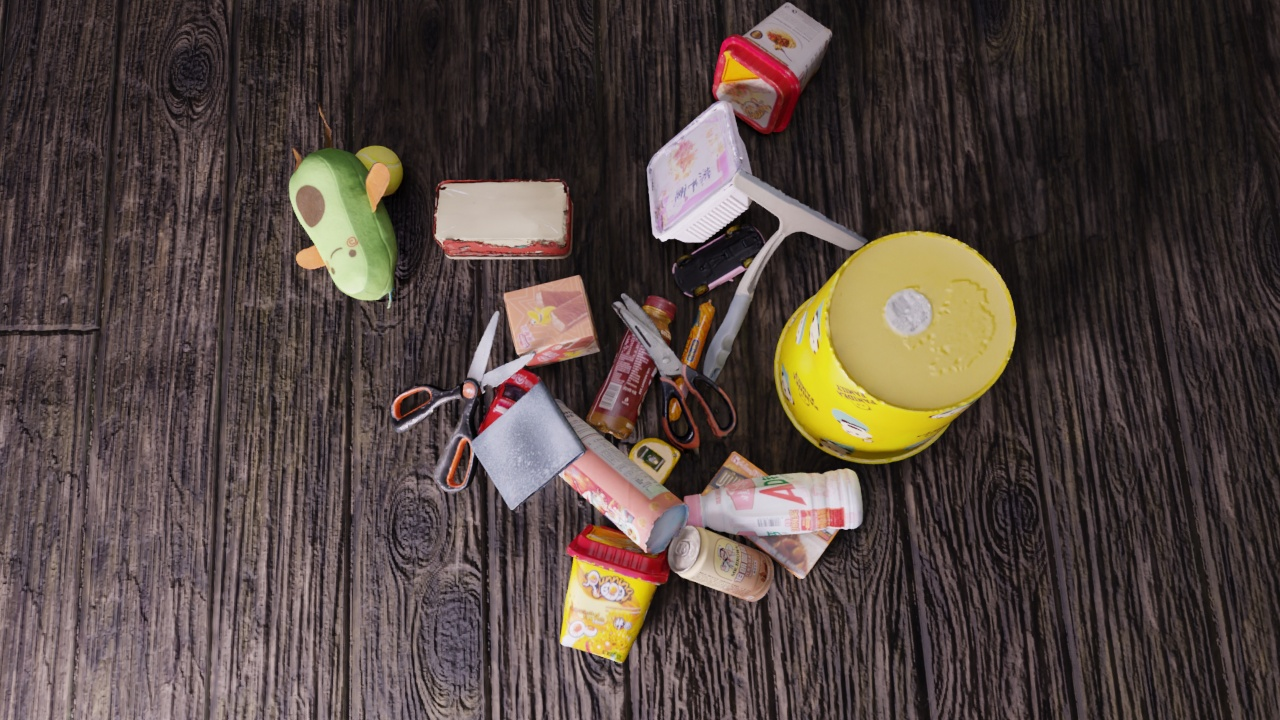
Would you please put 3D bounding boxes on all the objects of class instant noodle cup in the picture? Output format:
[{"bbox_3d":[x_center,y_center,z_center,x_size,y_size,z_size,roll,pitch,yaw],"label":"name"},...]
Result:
[{"bbox_3d":[0.079,-0.219,1.112,0.138,0.060,0.173,-35,39,28],"label":"instant noodle cup"},{"bbox_3d":[-0.034,0.264,1.041,0.116,0.116,0.123,16,91,5],"label":"instant noodle cup"},{"bbox_3d":[0.170,-0.374,1.162,0.116,0.116,0.124,38,70,9],"label":"instant noodle cup"}]

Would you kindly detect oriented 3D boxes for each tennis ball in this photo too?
[{"bbox_3d":[-0.339,-0.242,1.178,0.065,0.065,0.065,-1,78,3],"label":"tennis ball"}]

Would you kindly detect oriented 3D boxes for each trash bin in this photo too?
[{"bbox_3d":[0.273,-0.012,1.002,0.229,0.255,0.229,-1,79,3],"label":"trash bin"}]

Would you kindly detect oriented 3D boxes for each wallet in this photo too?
[{"bbox_3d":[-0.128,0.097,1.038,0.121,0.019,0.097,-40,73,17],"label":"wallet"}]

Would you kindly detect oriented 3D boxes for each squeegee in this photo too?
[{"bbox_3d":[0.133,-0.082,1.109,0.039,0.246,0.247,41,108,47],"label":"squeegee"}]

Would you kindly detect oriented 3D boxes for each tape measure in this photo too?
[{"bbox_3d":[0.014,0.122,1.103,0.057,0.029,0.060,32,81,9],"label":"tape measure"}]

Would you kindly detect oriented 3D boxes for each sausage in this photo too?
[{"bbox_3d":[0.060,0.001,1.129,0.021,0.021,0.165,18,79,6],"label":"sausage"}]

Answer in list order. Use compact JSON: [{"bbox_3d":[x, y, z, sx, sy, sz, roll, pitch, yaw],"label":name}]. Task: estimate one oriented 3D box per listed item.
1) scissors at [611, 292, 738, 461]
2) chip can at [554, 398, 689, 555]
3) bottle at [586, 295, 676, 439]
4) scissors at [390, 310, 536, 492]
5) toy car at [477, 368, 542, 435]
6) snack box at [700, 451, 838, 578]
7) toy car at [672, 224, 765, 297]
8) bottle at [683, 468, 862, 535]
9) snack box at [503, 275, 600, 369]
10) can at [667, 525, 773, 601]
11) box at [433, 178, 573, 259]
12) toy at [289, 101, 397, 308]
[{"bbox_3d":[0.029,0.022,1.087,0.206,0.015,0.194,15,87,-16],"label":"scissors"},{"bbox_3d":[-0.043,0.129,1.045,0.215,0.071,0.071,36,81,31],"label":"chip can"},{"bbox_3d":[-0.007,0.007,1.113,0.057,0.057,0.174,23,80,7],"label":"bottle"},{"bbox_3d":[-0.218,0.048,1.090,0.225,0.021,0.221,5,93,27],"label":"scissors"},{"bbox_3d":[-0.161,0.065,1.117,0.053,0.045,0.120,22,78,6],"label":"toy car"},{"bbox_3d":[0.150,0.182,1.085,0.154,0.026,0.075,36,82,9],"label":"snack box"},{"bbox_3d":[0.099,-0.124,1.147,0.122,0.037,0.056,-29,75,9],"label":"toy car"},{"bbox_3d":[0.149,0.165,1.044,0.197,0.068,0.068,-6,78,5],"label":"bottle"},{"bbox_3d":[-0.105,-0.044,1.111,0.094,0.093,0.077,-14,78,-1],"label":"snack box"},{"bbox_3d":[0.092,0.229,1.035,0.116,0.059,0.058,26,78,-29],"label":"can"},{"bbox_3d":[-0.171,-0.177,1.149,0.168,0.079,0.091,0,77,3],"label":"box"},{"bbox_3d":[-0.367,-0.180,1.123,0.089,0.228,0.246,-22,82,-47],"label":"toy"}]
